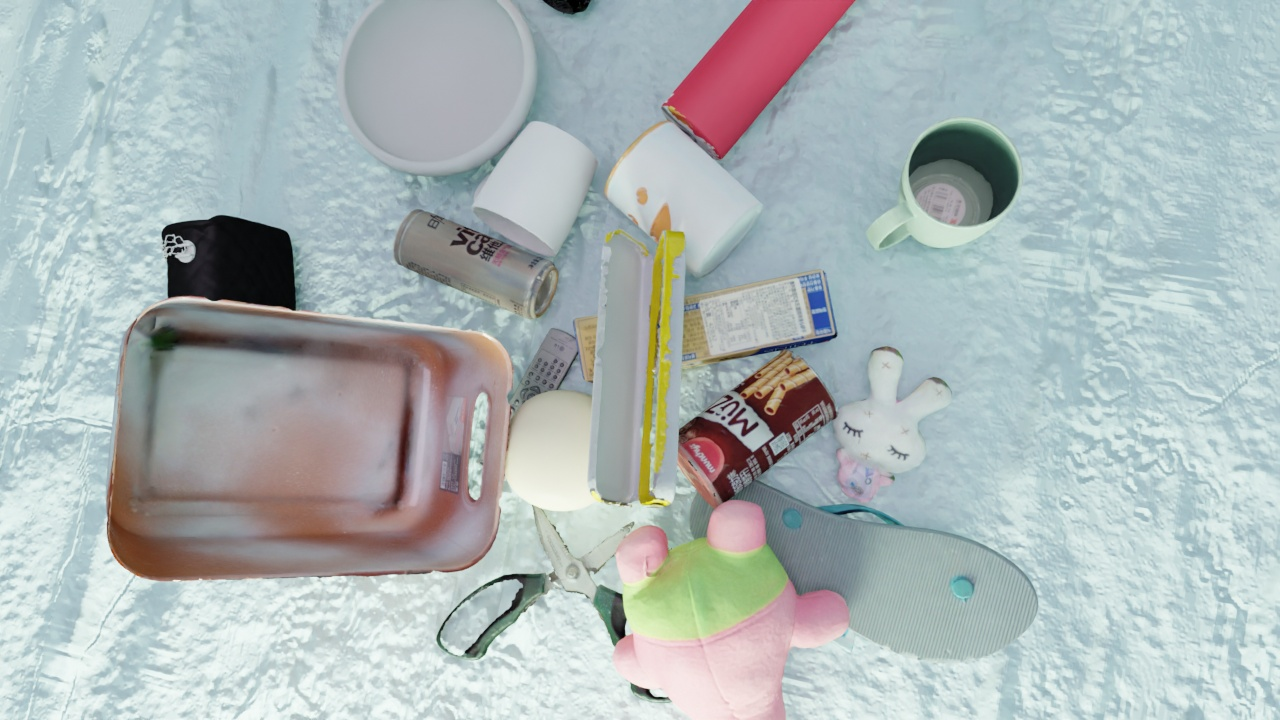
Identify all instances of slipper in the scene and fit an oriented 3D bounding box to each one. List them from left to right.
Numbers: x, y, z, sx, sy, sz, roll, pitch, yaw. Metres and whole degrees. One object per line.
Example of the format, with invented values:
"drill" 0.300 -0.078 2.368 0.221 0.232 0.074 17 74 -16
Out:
"slipper" 0.166 0.163 0.723 0.269 0.054 0.098 15 89 21

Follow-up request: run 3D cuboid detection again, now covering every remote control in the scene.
"remote control" -0.095 0.036 0.790 0.033 0.013 0.136 29 89 11

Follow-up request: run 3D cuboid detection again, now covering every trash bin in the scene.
"trash bin" -0.250 0.055 0.682 0.259 0.158 0.181 5 89 -33

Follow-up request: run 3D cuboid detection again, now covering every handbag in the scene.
"handbag" -0.370 -0.044 0.786 0.115 0.125 0.153 -3 84 9

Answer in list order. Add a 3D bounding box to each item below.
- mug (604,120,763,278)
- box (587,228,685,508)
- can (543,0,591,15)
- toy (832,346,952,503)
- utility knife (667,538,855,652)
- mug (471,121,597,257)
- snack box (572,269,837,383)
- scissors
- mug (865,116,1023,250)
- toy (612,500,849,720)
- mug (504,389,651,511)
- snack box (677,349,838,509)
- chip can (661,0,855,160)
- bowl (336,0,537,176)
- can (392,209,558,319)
"mug" 0.035 -0.131 0.752 0.105 0.082 0.082 44 92 10
"box" 0.003 0.005 0.687 0.070 0.067 0.210 0 77 12
"can" -0.045 -0.375 0.805 0.054 0.054 0.137 25 88 11
"toy" 0.194 0.054 0.730 0.079 0.038 0.122 25 91 4
"utility knife" 0.091 0.188 0.745 0.176 0.015 0.022 23 89 13
"mug" -0.098 -0.150 0.786 0.114 0.081 0.087 21 80 41
"snack box" 0.053 -0.025 0.752 0.207 0.057 0.056 -11 83 7
"scissors" -0.068 0.222 0.766 0.203 0.015 0.201 -33 81 6
"mug" 0.226 -0.122 0.709 0.111 0.104 0.084 -31 80 4
"toy" 0.066 0.221 0.698 0.192 0.096 0.237 -16 99 15
"mug" -0.051 0.074 0.729 0.120 0.100 0.096 9 89 1
"snack box" 0.086 0.053 0.719 0.121 0.072 0.072 -36 80 -8
"chip can" 0.113 -0.272 0.761 0.069 0.069 0.220 41 92 11
"bowl" -0.170 -0.241 0.804 0.177 0.066 0.176 -1 84 9
"can" -0.141 -0.082 0.789 0.136 0.054 0.054 23 88 11
